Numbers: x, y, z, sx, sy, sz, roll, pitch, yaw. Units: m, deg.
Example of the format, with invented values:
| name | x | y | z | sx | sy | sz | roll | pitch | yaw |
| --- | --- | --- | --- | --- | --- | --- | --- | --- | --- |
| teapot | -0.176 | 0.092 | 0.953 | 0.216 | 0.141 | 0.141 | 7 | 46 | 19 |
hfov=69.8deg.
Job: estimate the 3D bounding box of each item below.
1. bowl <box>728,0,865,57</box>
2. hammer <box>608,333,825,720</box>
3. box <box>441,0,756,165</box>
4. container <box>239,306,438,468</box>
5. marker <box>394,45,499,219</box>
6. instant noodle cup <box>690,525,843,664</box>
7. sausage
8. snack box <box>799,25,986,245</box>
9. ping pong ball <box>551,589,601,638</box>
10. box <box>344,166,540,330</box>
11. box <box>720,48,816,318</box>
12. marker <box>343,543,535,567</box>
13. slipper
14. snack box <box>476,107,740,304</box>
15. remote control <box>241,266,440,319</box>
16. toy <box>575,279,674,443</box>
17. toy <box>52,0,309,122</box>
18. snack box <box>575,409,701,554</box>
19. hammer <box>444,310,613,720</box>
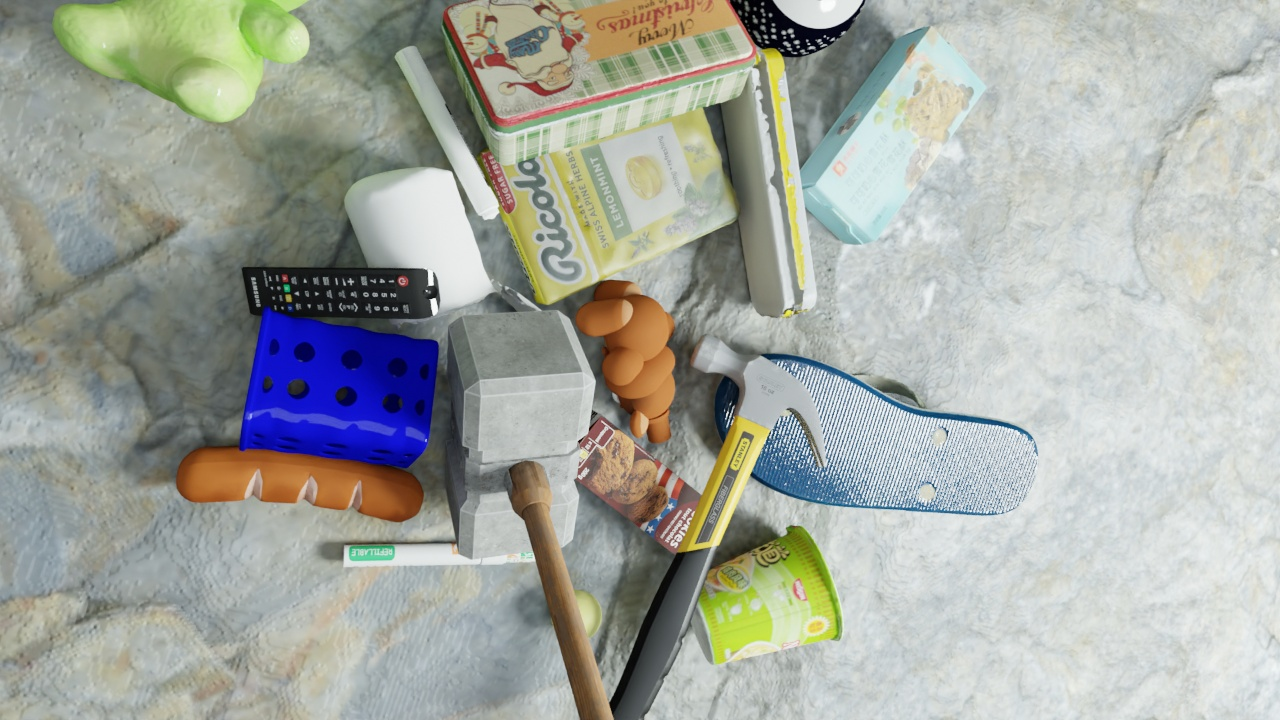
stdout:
| name | x | y | z | sx | sy | sz | roll | pitch | yaw |
| --- | --- | --- | --- | --- | --- | --- | --- | --- | --- |
| bowl | 0.131 | -0.306 | 0.718 | 0.120 | 0.066 | 0.120 | -2 | 96 | -19 |
| hammer | 0.041 | 0.150 | 0.701 | 0.127 | 0.029 | 0.323 | 24 | 84 | 2 |
| box | -0.030 | -0.222 | 0.658 | 0.205 | 0.051 | 0.117 | -19 | 73 | -16 |
| container | -0.203 | 0.023 | 0.621 | 0.113 | 0.085 | 0.084 | 10 | 69 | -21 |
| marker | -0.137 | -0.161 | 0.653 | 0.017 | 0.020 | 0.133 | -27 | 93 | 18 |
| instant noodle cup | 0.096 | 0.198 | 0.751 | 0.108 | 0.099 | 0.099 | -17 | 101 | -9 |
| sausage | -0.236 | 0.086 | 0.647 | 0.164 | 0.039 | 0.044 | 10 | 58 | -20 |
| snack box | 0.205 | -0.186 | 0.764 | 0.075 | 0.053 | 0.174 | 39 | 82 | -18 |
| ping pong ball | -0.050 | 0.201 | 0.724 | 0.040 | 0.040 | 0.040 | -2 | 96 | -19 |
| box | -0.126 | -0.065 | 0.651 | 0.125 | 0.084 | 0.156 | -21 | 104 | -23 |
| box | 0.097 | -0.137 | 0.725 | 0.037 | 0.064 | 0.210 | -14 | 100 | -22 |
| marker | -0.149 | 0.147 | 0.696 | 0.145 | 0.017 | 0.017 | 3 | 95 | -19 |
| slipper | 0.197 | 0.070 | 0.785 | 0.294 | 0.060 | 0.118 | 13 | 94 | -10 |
| snack box | -0.018 | -0.130 | 0.697 | 0.180 | 0.045 | 0.121 | -24 | 103 | -15 |
| remote control | -0.204 | -0.046 | 0.614 | 0.147 | 0.015 | 0.033 | 2 | 109 | 15 |
| toy | -0.004 | 0.004 | 0.712 | 0.094 | 0.065 | 0.128 | -48 | 133 | -51 |
| toy | -0.266 | -0.249 | 0.576 | 0.150 | 0.107 | 0.196 | 24 | 78 | 3 |
| snack box | 0.001 | 0.103 | 0.735 | 0.141 | 0.032 | 0.051 | 40 | 82 | -18 |
| hammer | -0.053 | 0.124 | 0.551 | 0.082 | 0.317 | 0.163 | -4 | 129 | -19 |
